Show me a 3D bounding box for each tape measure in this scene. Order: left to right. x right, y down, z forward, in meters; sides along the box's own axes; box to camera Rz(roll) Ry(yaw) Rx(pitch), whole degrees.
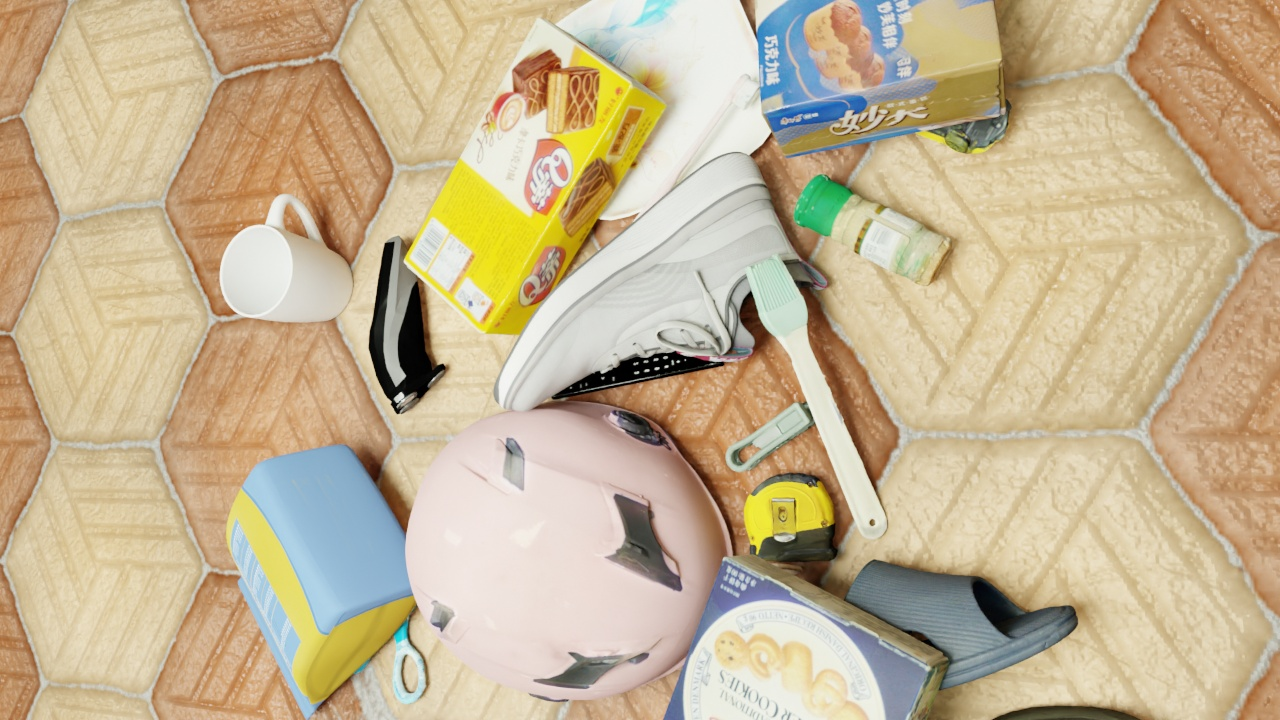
[{"bbox_3d":[0.109,0.115,0.674,0.066,0.037,0.064,-5,85,21],"label":"tape measure"}]

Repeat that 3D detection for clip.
[{"bbox_3d":[0.094,0.158,0.673,0.060,0.024,0.039,17,90,56],"label":"clip"},{"bbox_3d":[0.101,0.057,0.694,0.078,0.049,0.023,-42,70,31],"label":"clip"}]

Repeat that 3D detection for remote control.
[{"bbox_3d":[-0.004,0.004,0.724,0.140,0.009,0.030,-12,57,10],"label":"remote control"}]

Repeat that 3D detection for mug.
[{"bbox_3d":[-0.314,-0.090,0.830,0.081,0.087,0.114,6,88,22],"label":"mug"}]

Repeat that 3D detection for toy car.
[{"bbox_3d":[0.212,-0.181,0.657,0.107,0.030,0.049,34,91,29],"label":"toy car"}]

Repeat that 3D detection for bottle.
[{"bbox_3d":[0.168,-0.095,0.665,0.111,0.043,0.043,32,97,20],"label":"bottle"}]

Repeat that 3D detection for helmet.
[{"bbox_3d":[-0.062,0.142,0.687,0.255,0.152,0.230,26,92,15],"label":"helmet"}]

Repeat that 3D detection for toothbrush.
[{"bbox_3d":[0.031,-0.145,0.718,0.018,0.015,0.181,41,101,13],"label":"toothbrush"}]

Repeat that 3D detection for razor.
[{"bbox_3d":[-0.212,-0.034,0.808,0.060,0.057,0.156,-13,80,-12],"label":"razor"}]

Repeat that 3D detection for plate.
[{"bbox_3d":[0.008,-0.221,0.750,0.187,0.016,0.187,-24,78,19],"label":"plate"}]

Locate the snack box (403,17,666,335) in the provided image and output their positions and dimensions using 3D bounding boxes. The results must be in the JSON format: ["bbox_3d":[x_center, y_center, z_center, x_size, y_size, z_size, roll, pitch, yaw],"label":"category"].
[{"bbox_3d":[-0.088,-0.141,0.742,0.110,0.061,0.231,41,108,22],"label":"snack box"}]

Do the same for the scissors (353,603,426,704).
[{"bbox_3d":[-0.226,0.229,0.813,0.114,0.013,0.140,-1,86,25],"label":"scissors"}]

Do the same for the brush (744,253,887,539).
[{"bbox_3d":[0.129,0.028,0.656,0.033,0.012,0.217,-24,94,-14],"label":"brush"}]

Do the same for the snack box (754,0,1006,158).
[{"bbox_3d":[0.162,-0.260,0.645,0.155,0.069,0.202,-7,72,20],"label":"snack box"}]

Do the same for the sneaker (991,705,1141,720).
[{"bbox_3d":[0.215,0.290,0.561,0.238,0.142,0.101,-32,75,16],"label":"sneaker"}]

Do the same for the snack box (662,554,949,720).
[{"bbox_3d":[0.095,0.217,0.573,0.144,0.042,0.145,22,94,34],"label":"snack box"}]

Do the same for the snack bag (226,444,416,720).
[{"bbox_3d":[-0.290,0.198,0.796,0.159,0.102,0.206,51,125,22],"label":"snack bag"}]

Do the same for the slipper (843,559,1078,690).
[{"bbox_3d":[0.149,0.182,0.621,0.264,0.101,0.082,-21,79,22],"label":"slipper"}]

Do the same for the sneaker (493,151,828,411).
[{"bbox_3d":[0.014,-0.030,0.683,0.263,0.097,0.128,-39,83,-6],"label":"sneaker"}]
